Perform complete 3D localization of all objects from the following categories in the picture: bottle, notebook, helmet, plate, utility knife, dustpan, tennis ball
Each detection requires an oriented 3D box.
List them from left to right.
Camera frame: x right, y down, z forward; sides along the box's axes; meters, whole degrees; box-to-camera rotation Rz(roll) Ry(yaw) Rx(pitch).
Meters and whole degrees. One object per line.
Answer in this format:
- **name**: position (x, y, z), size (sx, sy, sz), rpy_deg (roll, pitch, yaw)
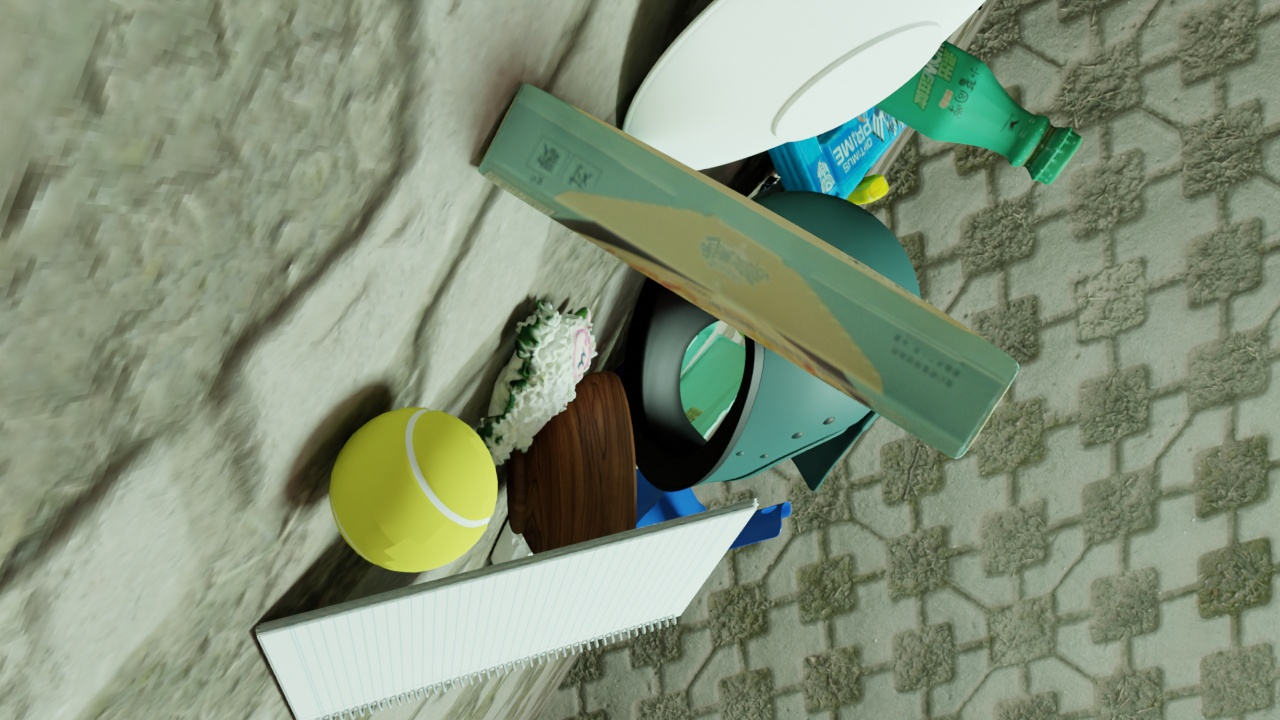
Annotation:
- **tennis ball**: position (-0.090, 0.051, 0.367), size (0.065, 0.065, 0.065), rpy_deg (-54, 170, -14)
- **notebook**: position (-0.069, 0.144, 0.508), size (0.245, 0.013, 0.178), rpy_deg (-11, 150, -20)
- **dustpan**: position (0.010, 0.148, 0.803), size (0.258, 0.059, 0.244), rpy_deg (-24, -169, 34)
- **helmet**: position (0.108, -0.002, 0.712), size (0.199, 0.176, 0.276), rpy_deg (-13, 141, -31)
- **utility knife**: position (0.164, -0.151, 0.859), size (0.028, 0.020, 0.173), rpy_deg (-36, -163, -23)
- **plate**: position (0.099, -0.146, 0.449), size (0.229, 0.030, 0.229), rpy_deg (-27, 172, -4)
- **bottle**: position (0.239, -0.208, 0.717), size (0.068, 0.210, 0.068), rpy_deg (-54, 170, -14)

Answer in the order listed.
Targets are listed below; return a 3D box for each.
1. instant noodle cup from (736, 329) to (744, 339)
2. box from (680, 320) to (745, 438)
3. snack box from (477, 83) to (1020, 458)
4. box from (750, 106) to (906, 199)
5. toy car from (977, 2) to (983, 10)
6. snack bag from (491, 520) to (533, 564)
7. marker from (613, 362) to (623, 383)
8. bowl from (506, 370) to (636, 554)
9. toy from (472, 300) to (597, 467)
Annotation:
- **instant noodle cup**: position (0.144, -0.077, 0.910), size (0.146, 0.146, 0.097), rpy_deg (-58, 159, 9)
- **box**: position (0.067, 0.017, 0.952), size (0.187, 0.093, 0.077), rpy_deg (-48, 168, -40)
- **snack box**: position (0.047, -0.037, 0.373), size (0.044, 0.193, 0.141), rpy_deg (-61, 170, 9)
- **box**: position (0.149, -0.199, 0.823), size (0.115, 0.094, 0.242), rpy_deg (-11, -155, 40)
- **toy car**: position (0.213, -0.307, 0.695), size (0.071, 0.094, 0.191), rpy_deg (-37, 175, 14)
- **snack bag**: position (-0.074, 0.125, 0.774), size (0.115, 0.036, 0.077), rpy_deg (-44, 165, -54)
- **marker**: position (-0.005, 0.005, 0.777), size (0.133, 0.018, 0.015), rpy_deg (-42, 143, -56)
- **bowl**: position (-0.051, 0.080, 0.592), size (0.147, 0.068, 0.147), rpy_deg (179, -89, -78)
- **toy**: position (-0.050, 0.007, 0.512), size (0.096, 0.041, 0.108), rpy_deg (-61, 175, 19)
